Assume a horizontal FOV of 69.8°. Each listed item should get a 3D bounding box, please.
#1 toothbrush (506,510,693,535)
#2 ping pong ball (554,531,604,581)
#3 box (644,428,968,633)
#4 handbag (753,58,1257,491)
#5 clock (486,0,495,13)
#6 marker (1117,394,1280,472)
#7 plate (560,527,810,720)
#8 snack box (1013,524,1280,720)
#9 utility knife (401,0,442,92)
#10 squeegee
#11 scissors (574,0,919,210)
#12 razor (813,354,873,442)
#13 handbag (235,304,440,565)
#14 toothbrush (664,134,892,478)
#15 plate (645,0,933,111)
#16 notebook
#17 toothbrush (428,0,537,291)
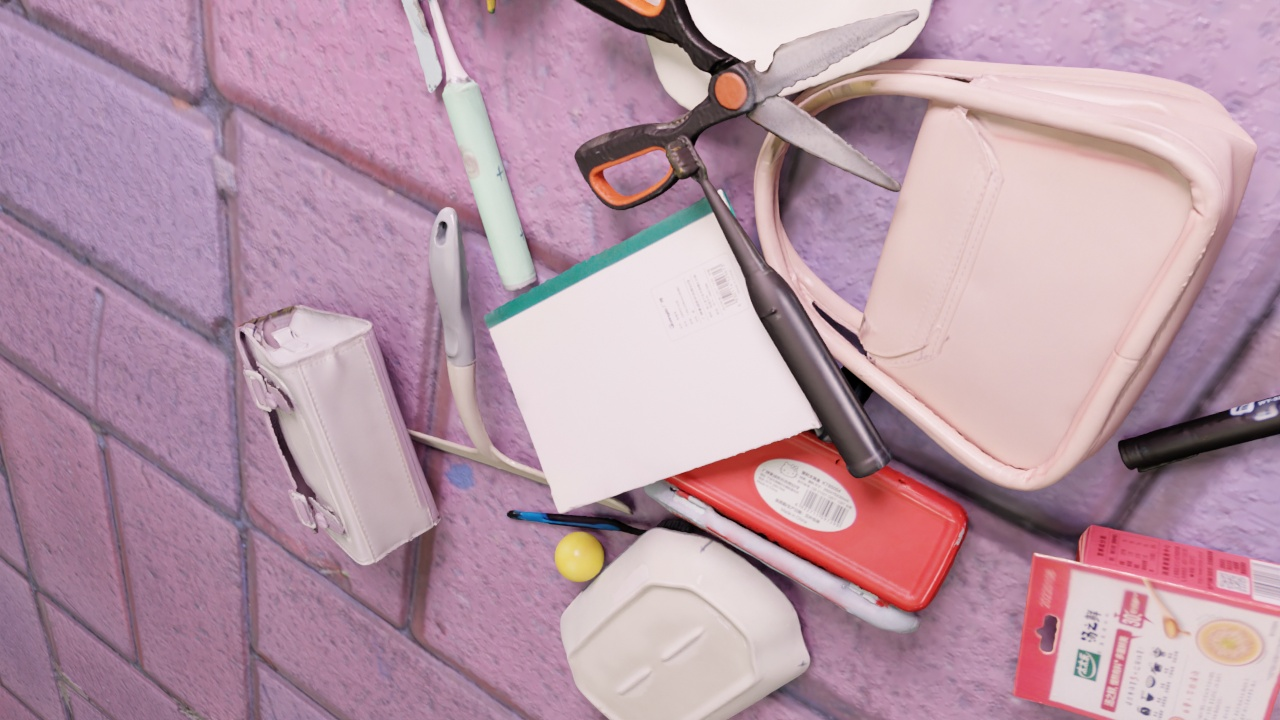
[{"bbox_3d":[-0.038,0.131,0.745,0.190,0.016,0.014,-2,123,37],"label":"toothbrush"},{"bbox_3d":[-0.050,0.160,0.748,0.040,0.040,0.040,15,122,26],"label":"ping pong ball"},{"bbox_3d":[0.106,0.101,0.617,0.201,0.099,0.112,26,92,20],"label":"box"},{"bbox_3d":[0.157,-0.064,0.476,0.234,0.093,0.194,29,128,27],"label":"handbag"},{"bbox_3d":[-0.093,-0.294,0.517,0.116,0.056,0.161,-25,100,38],"label":"clock"},{"bbox_3d":[0.309,0.031,0.457,0.132,0.020,0.022,-27,115,40],"label":"marker"},{"bbox_3d":[0.020,0.235,0.738,0.162,0.034,0.267,42,134,3],"label":"plate"},{"bbox_3d":[0.289,0.158,0.524,0.127,0.044,0.113,10,121,27],"label":"snack box"},{"bbox_3d":[-0.165,-0.280,0.594,0.034,0.018,0.209,-1,113,34],"label":"utility knife"},{"bbox_3d":[-0.130,0.003,0.695,0.247,0.039,0.247,15,129,27],"label":"squeegee"},{"bbox_3d":[0.034,-0.146,0.492,0.221,0.021,0.231,50,138,3],"label":"scissors"},{"bbox_3d":[0.067,0.002,0.584,0.168,0.062,0.068,21,156,28],"label":"razor"},{"bbox_3d":[-0.268,0.060,0.792,0.145,0.098,0.197,18,128,48],"label":"handbag"},{"bbox_3d":[0.074,-0.030,0.504,0.026,0.027,0.212,-25,99,52],"label":"toothbrush"},{"bbox_3d":[0.063,-0.219,0.467,0.165,0.034,0.164,-6,111,38],"label":"plate"},{"bbox_3d":[-0.003,0.003,0.584,0.210,0.012,0.150,-23,89,35],"label":"notebook"},{"bbox_3d":[-0.113,-0.155,0.625,0.026,0.027,0.225,1,116,38],"label":"toothbrush"}]
